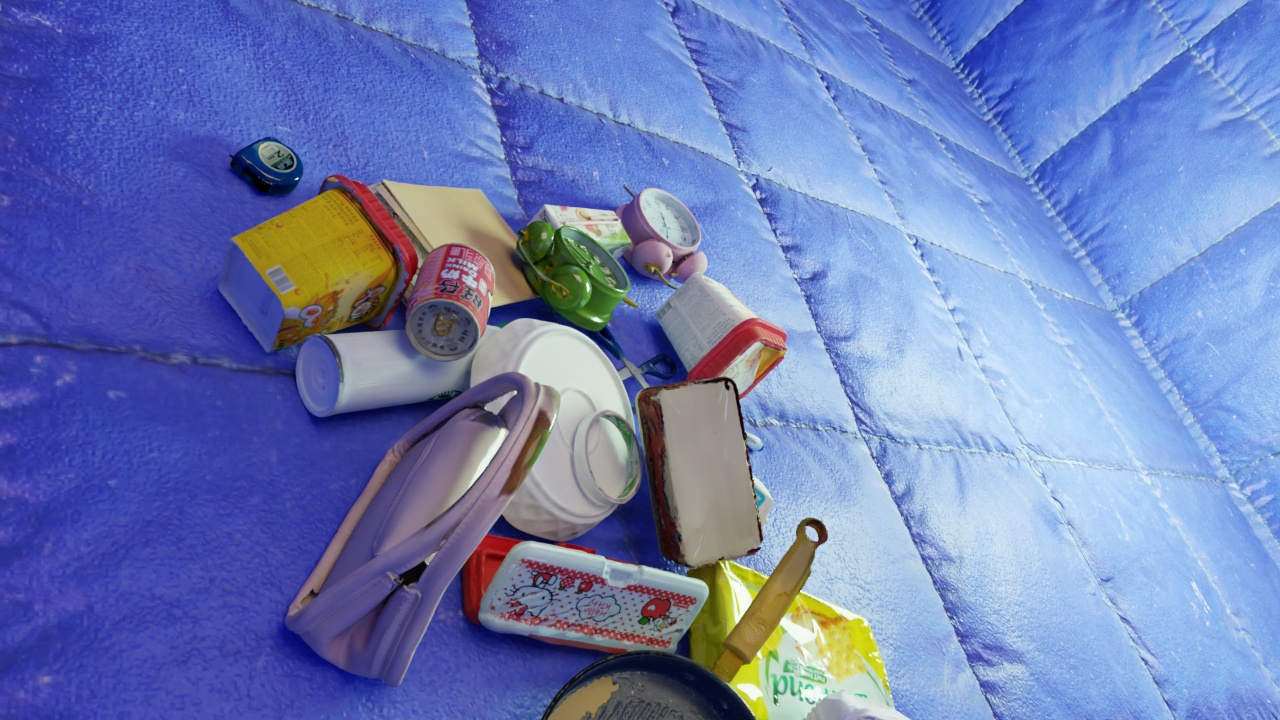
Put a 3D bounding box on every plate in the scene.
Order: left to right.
[{"bbox_3d":[-0.071,0.059,0.835,0.204,0.046,0.204,26,56,-47],"label":"plate"}]

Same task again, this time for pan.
[{"bbox_3d":[0.055,0.263,0.719,0.198,0.078,0.356,38,52,5],"label":"pan"}]

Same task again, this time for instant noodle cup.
[{"bbox_3d":[-0.271,-0.074,0.765,0.116,0.116,0.123,51,48,5],"label":"instant noodle cup"},{"bbox_3d":[0.091,-0.030,1.083,0.116,0.117,0.124,16,33,-56],"label":"instant noodle cup"},{"bbox_3d":[0.168,0.356,0.778,0.138,0.174,0.060,28,16,-25],"label":"instant noodle cup"}]

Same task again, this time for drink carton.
[{"bbox_3d":[-0.069,-0.151,1.088,0.122,0.046,0.053,-5,60,-48],"label":"drink carton"}]

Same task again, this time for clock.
[{"bbox_3d":[-0.075,-0.094,0.982,0.116,0.056,0.161,54,22,23],"label":"clock"},{"bbox_3d":[0.027,-0.150,1.174,0.117,0.060,0.158,9,53,-40],"label":"clock"}]

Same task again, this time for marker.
[{"bbox_3d":[0.087,0.070,1.068,0.145,0.017,0.016,30,40,-23],"label":"marker"}]

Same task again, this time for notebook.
[{"bbox_3d":[-0.166,-0.119,0.933,0.149,0.012,0.211,52,18,3],"label":"notebook"}]

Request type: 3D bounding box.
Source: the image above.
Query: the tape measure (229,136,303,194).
[{"bbox_3d":[-0.343,-0.179,0.851,0.054,0.025,0.058,43,40,-9],"label":"tape measure"}]

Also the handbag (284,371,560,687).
[{"bbox_3d":[-0.132,0.096,0.633,0.093,0.235,0.192,35,38,-14],"label":"handbag"}]

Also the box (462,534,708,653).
[{"bbox_3d":[-0.038,0.189,0.762,0.201,0.098,0.095,20,45,-33],"label":"box"}]

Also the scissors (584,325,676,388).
[{"bbox_3d":[-0.007,0.005,1.010,0.162,0.012,0.174,8,38,-52],"label":"scissors"}]

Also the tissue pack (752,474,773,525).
[{"bbox_3d":[0.070,0.119,0.948,0.140,0.063,0.090,42,3,-10],"label":"tissue pack"}]

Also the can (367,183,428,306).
[{"bbox_3d":[-0.221,-0.096,0.871,0.146,0.058,0.058,51,36,5],"label":"can"}]

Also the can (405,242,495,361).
[{"bbox_3d":[-0.160,-0.049,0.773,0.066,0.067,0.093,32,28,-21],"label":"can"}]

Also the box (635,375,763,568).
[{"bbox_3d":[0.055,0.102,0.850,0.091,0.077,0.168,-9,89,-18],"label":"box"}]

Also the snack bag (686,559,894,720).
[{"bbox_3d":[0.140,0.296,0.870,0.246,0.068,0.157,27,40,-25],"label":"snack bag"}]

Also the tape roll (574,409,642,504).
[{"bbox_3d":[-0.028,0.088,0.831,0.085,0.014,0.085,26,57,-49],"label":"tape roll"}]

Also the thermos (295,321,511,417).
[{"bbox_3d":[-0.184,0.006,0.811,0.223,0.073,0.073,-7,62,-49],"label":"thermos"}]
